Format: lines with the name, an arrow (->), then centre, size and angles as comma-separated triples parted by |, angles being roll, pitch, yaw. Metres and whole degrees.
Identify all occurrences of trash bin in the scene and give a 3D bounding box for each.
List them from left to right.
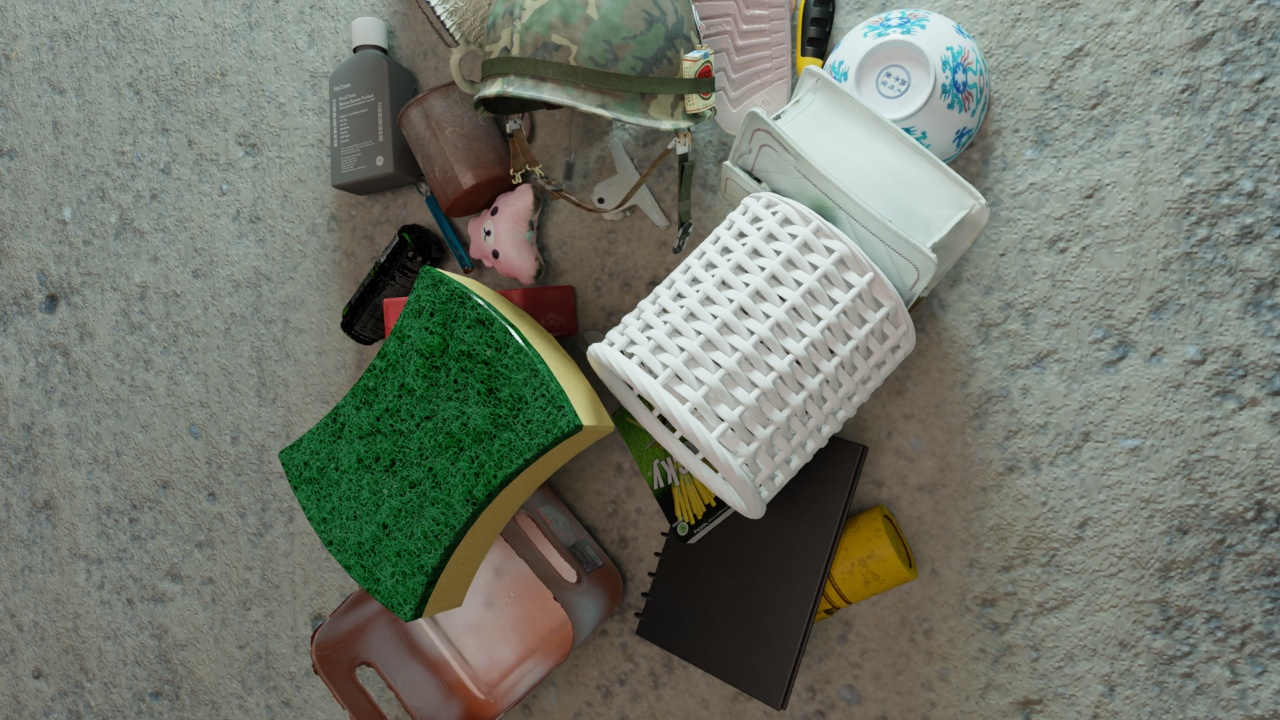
trash bin -> -0.164, 0.255, 0.905 | 0.260, 0.157, 0.181 | -46, 79, 17

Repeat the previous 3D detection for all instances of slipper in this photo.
slipper -> 0.091, -0.320, 0.806 | 0.094, 0.064, 0.239 | -3, 111, 19

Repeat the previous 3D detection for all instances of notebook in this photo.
notebook -> 0.091, 0.164, 0.819 | 0.169, 0.019, 0.231 | 16, 87, 39

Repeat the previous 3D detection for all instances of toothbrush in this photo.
toothbrush -> 0.159, -0.342, 0.796 | 0.031, 0.031, 0.196 | 7, 93, -11

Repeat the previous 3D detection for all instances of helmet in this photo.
helmet -> -0.033, -0.223, 0.768 | 0.193, 0.223, 0.236 | 14, 97, 33

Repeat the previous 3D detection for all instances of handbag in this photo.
handbag -> 0.164, -0.124, 0.758 | 0.198, 0.142, 0.096 | 42, 66, 13

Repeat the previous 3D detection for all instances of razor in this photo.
razor -> -0.209, -0.148, 0.953 | 0.042, 0.022, 0.144 | -39, 74, 20

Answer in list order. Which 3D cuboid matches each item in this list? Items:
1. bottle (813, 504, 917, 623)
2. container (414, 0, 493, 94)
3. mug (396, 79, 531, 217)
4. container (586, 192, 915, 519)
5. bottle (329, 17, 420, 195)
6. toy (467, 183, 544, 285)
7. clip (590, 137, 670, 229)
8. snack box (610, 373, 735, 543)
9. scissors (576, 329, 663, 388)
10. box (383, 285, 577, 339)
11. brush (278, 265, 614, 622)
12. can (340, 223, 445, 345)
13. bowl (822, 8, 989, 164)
bottle -> 0.156, 0.195, 0.822 | 0.164, 0.071, 0.071 | -29, 84, 21
container -> -0.162, -0.388, 0.839 | 0.143, 0.184, 0.251 | -30, 82, 9
mug -> -0.162, -0.213, 0.905 | 0.123, 0.096, 0.110 | -26, 91, -5
container -> 0.087, -0.004, 0.737 | 0.189, 0.189, 0.186 | 43, 82, 12
bottle -> -0.278, -0.266, 0.952 | 0.084, 0.046, 0.173 | -6, 84, 26
toy -> -0.137, -0.124, 0.917 | 0.096, 0.052, 0.099 | 2, 96, 33
clip -> -0.020, -0.159, 0.880 | 0.054, 0.040, 0.101 | -32, 82, 8
snack box -> 0.038, 0.085, 0.852 | 0.080, 0.025, 0.147 | -42, 57, 19
scissors -> 0.001, -0.001, 0.872 | 0.151, 0.019, 0.130 | -29, 63, 26
box -> -0.153, -0.029, 0.889 | 0.158, 0.135, 0.117 | 1, 82, 22
brush -> -0.169, 0.069, 0.777 | 0.195, 0.075, 0.250 | 45, 103, 20
can -> -0.262, -0.080, 0.966 | 0.054, 0.053, 0.138 | 44, 108, 12
bowl -> 0.212, -0.225, 0.760 | 0.144, 0.074, 0.144 | 2, 96, 21
